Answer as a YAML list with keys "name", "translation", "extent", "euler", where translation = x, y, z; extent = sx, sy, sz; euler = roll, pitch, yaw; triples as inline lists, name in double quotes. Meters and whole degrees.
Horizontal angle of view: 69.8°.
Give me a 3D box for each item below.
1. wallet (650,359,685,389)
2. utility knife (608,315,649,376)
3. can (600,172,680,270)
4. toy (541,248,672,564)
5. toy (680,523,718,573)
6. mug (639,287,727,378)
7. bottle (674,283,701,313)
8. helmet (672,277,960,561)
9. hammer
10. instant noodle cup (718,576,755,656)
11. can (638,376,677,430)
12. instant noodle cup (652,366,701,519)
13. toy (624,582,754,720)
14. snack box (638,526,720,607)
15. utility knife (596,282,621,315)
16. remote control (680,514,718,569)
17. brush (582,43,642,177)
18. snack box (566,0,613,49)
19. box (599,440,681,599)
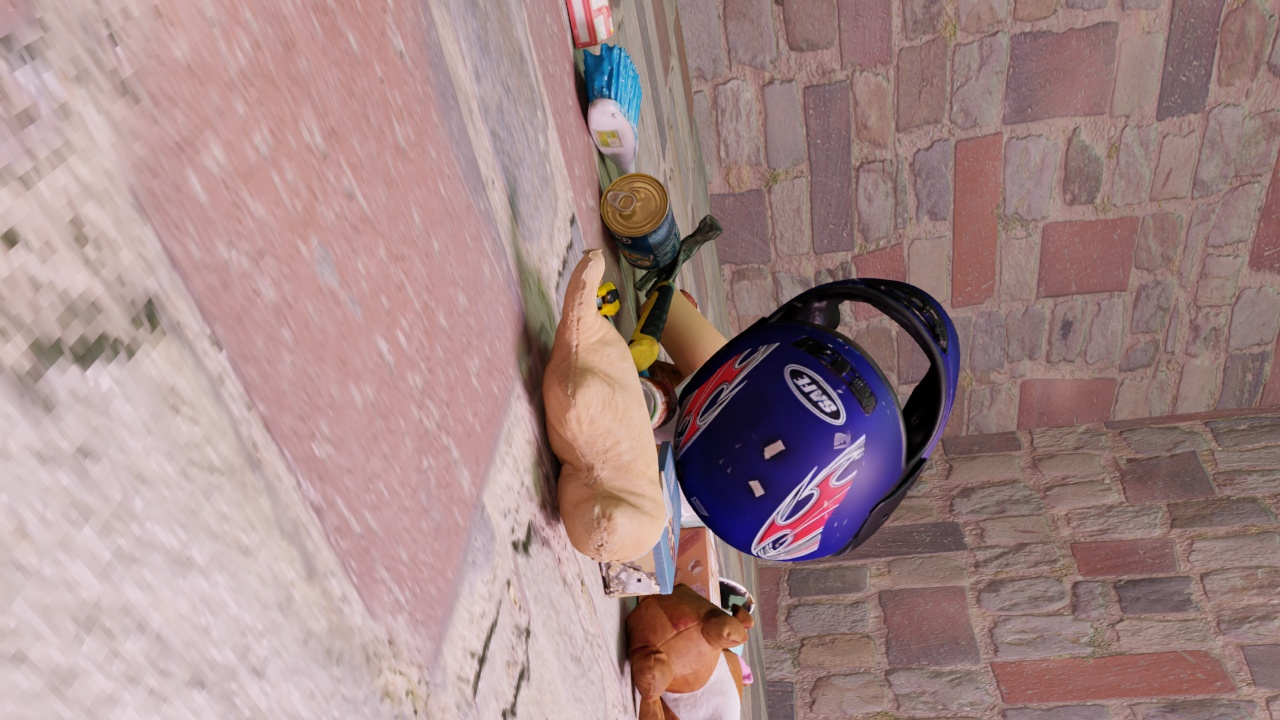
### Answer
- name: "wallet"
  translation: [0.066, 0.063, 1.233]
  extent: [0.107, 0.031, 0.131]
  euler: [14, 44, -49]
- name: "utility knife"
  translation: [-0.006, 0.006, 1.049]
  extent: [0.237, 0.018, 0.034]
  euler: [64, 9, -57]
- name: "can"
  translation: [0.003, -0.155, 1.047]
  extent: [0.111, 0.075, 0.075]
  euler: [55, 29, -72]
- name: "toy"
  translation: [-0.031, 0.035, 0.674]
  extent: [0.143, 0.082, 0.226]
  euler: [-80, 160, -89]
- name: "toy"
  translation: [0.047, 0.232, 1.116]
  extent: [0.105, 0.066, 0.157]
  euler: [35, -21, 38]
- name: "mug"
  translation: [0.058, -0.036, 1.205]
  extent: [0.123, 0.078, 0.078]
  euler: [50, 22, -21]
- name: "bottle"
  translation: [0.054, -0.081, 1.374]
  extent: [0.206, 0.060, 0.059]
  euler: [39, 45, -78]
- name: "helmet"
  translation: [0.171, 0.062, 0.938]
  extent: [0.247, 0.316, 0.239]
  euler: [44, 28, 16]
- name: "hammer"
  translation: [0.024, -0.071, 1.054]
  extent: [0.032, 0.126, 0.322]
  euler: [44, 27, -12]
- name: "instant noodle cup"
  translation: [0.076, 0.332, 1.077]
  extent: [0.120, 0.111, 0.111]
  euler: [-78, 160, -44]
- name: "can"
  translation: [0.003, 0.045, 0.952]
  extent: [0.147, 0.058, 0.058]
  euler: [8, 75, -81]
- name: "instant noodle cup"
  translation: [0.082, 0.110, 1.140]
  extent: [0.137, 0.060, 0.174]
  euler: [-41, 131, -30]
- name: "toy"
  translation: [0.055, 0.307, 0.895]
  extent: [0.130, 0.140, 0.200]
  euler: [55, -15, 38]
- name: "snack box"
  translation: [0.042, 0.241, 0.988]
  extent: [0.093, 0.077, 0.094]
  euler: [69, 16, -58]
- name: "utility knife"
  translation: [-0.037, -0.056, 0.897]
  extent: [0.163, 0.015, 0.033]
  euler: [-49, 122, -77]
- name: "remote control"
  translation: [0.070, 0.243, 1.238]
  extent: [0.019, 0.056, 0.135]
  euler: [-80, 162, -59]
- name: "brush"
  translation: [-0.019, -0.242, 1.073]
  extent: [0.314, 0.060, 0.109]
  euler: [56, 34, -76]
- name: "snack box"
  translation: [-0.056, -0.392, 1.016]
  extent: [0.152, 0.025, 0.075]
  euler: [-78, 158, -65]
- name: "box"
  translation: [0.002, 0.143, 0.865]
  extent: [0.184, 0.061, 0.090]
  euler: [-69, 152, -68]
